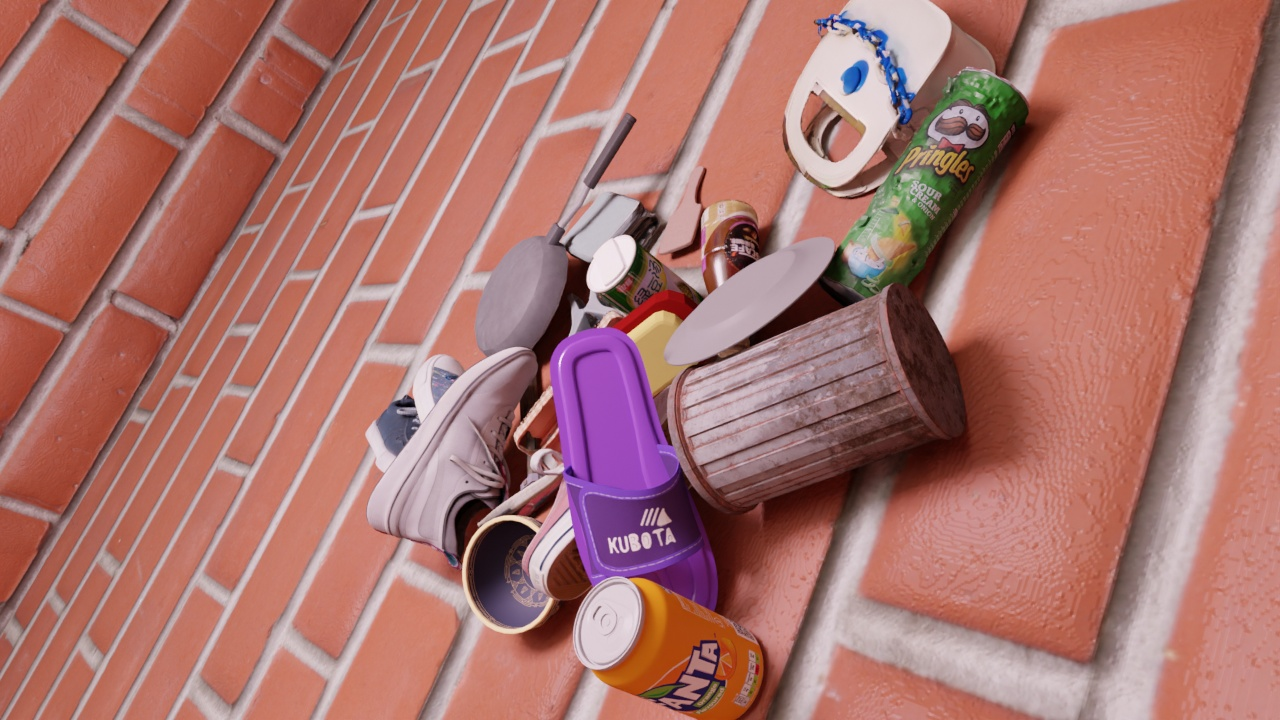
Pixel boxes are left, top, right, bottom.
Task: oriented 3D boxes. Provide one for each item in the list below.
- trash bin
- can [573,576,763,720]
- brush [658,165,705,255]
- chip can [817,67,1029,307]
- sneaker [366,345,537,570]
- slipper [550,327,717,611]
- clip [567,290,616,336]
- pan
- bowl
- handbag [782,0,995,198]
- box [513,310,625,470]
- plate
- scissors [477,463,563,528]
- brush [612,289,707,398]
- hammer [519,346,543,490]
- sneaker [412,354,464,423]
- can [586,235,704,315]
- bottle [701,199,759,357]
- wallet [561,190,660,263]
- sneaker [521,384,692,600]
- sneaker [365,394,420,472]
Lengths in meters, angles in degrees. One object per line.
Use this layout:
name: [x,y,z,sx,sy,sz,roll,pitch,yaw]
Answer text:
trash bin: [0.129,0.036,0.728,0.212,0.130,0.130,-25,45,33]
can: [0.023,0.218,0.690,0.079,0.142,0.079,-29,43,31]
brush: [0.058,-0.177,1.079,0.050,0.015,0.135,-16,45,40]
chip can: [0.239,-0.139,0.790,0.223,0.075,0.075,-55,36,0]
sneaker: [-0.180,0.104,1.024,0.129,0.097,0.262,32,76,13]
slipper: [-0.011,0.096,0.754,0.107,0.084,0.266,-15,79,-6]
clip: [-0.075,-0.020,1.091,0.141,0.029,0.171,-42,37,15]
pan: [-0.111,-0.153,1.146,0.358,0.041,0.178,-56,31,14]
bowl: [-0.114,0.210,0.913,0.113,0.061,0.112,-4,82,28]
handbag: [0.220,-0.265,0.903,0.200,0.093,0.200,-50,36,20]
box: [-0.058,0.038,0.994,0.187,0.083,0.043,-53,21,6]
plate: [0.091,-0.057,0.805,0.178,0.012,0.178,-35,15,11]
scissors: [-0.089,0.125,0.958,0.015,0.178,0.194,54,141,14]
brush: [-0.006,0.005,0.931,0.174,0.082,0.041,-37,20,18]
hammer: [-0.139,0.040,1.117,0.147,0.028,0.316,-42,37,28]
sneaker: [-0.225,0.065,1.151,0.079,0.087,0.235,-37,42,15]
can: [0.007,-0.072,0.958,0.067,0.121,0.067,-29,43,31]
bottle: [0.091,-0.081,0.925,0.060,0.059,0.165,-21,56,38]
wallet: [-0.040,-0.158,1.142,0.100,0.054,0.132,-47,33,-3]
sneaker: [-0.026,0.109,0.851,0.240,0.118,0.088,-47,40,-15]
sneaker: [-0.293,0.108,1.194,0.087,0.089,0.236,-51,31,-3]
